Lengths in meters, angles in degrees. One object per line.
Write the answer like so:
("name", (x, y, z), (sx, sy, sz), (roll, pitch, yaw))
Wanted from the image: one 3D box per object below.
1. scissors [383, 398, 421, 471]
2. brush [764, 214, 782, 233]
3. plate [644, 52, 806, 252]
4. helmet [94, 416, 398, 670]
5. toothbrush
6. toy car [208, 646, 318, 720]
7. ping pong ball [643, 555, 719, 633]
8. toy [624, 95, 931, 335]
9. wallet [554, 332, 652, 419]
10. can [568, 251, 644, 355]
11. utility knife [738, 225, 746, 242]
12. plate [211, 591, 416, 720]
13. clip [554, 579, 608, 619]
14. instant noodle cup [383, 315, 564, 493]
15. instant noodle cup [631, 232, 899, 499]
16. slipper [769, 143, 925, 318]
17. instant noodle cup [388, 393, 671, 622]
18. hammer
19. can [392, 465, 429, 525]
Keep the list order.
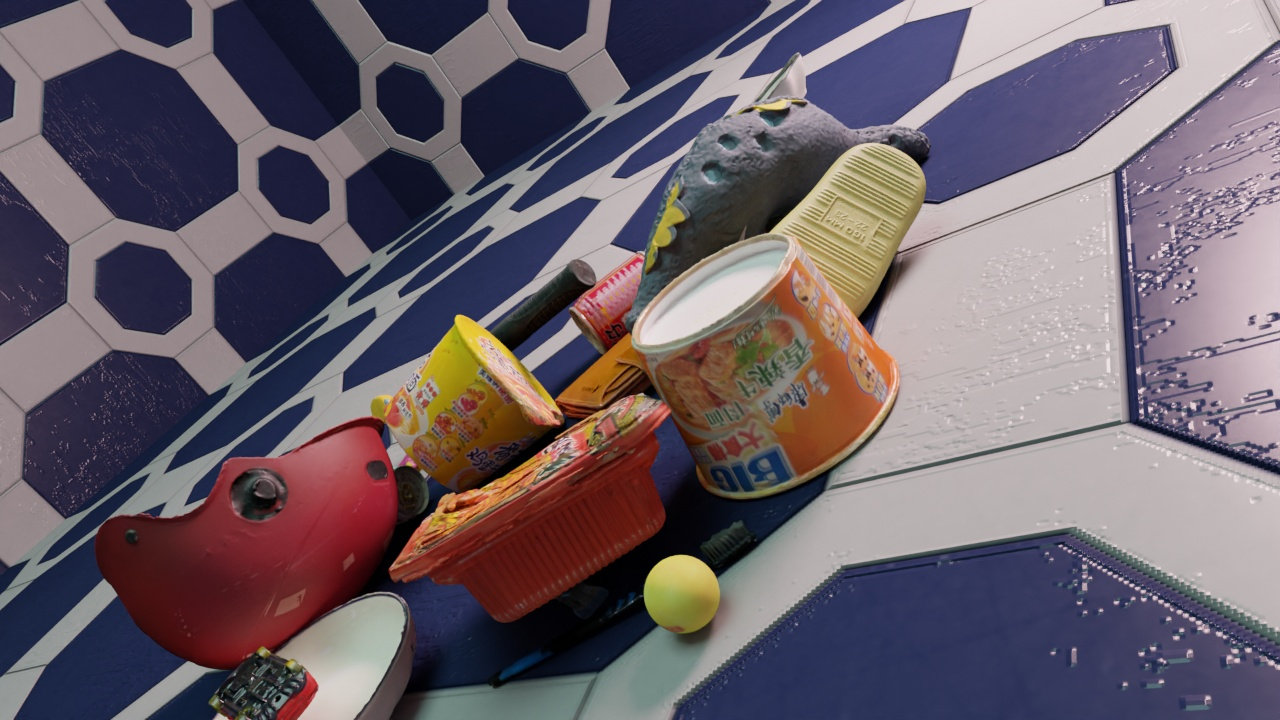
("scissors", (-0.217, 0.079, 0.915), (0.130, 0.017, 0.133), (2, 83, 31))
("brush", (0.118, -0.156, 0.932), (0.069, 0.063, 0.145), (-15, 23, 14))
("plate", (0.090, -0.201, 0.963), (0.266, 0.034, 0.162), (-53, 7, 2))
("helmet", (-0.293, 0.160, 0.753), (0.239, 0.144, 0.207), (-28, -12, -17))
("toothbrush", (-0.015, 0.145, 0.538), (0.190, 0.016, 0.014), (-32, 12, 12))
("toy car", (-0.246, 0.217, 0.599), (0.106, 0.031, 0.049), (-8, 33, 49))
("ping pong ball", (0.022, 0.124, 0.486), (0.040, 0.040, 0.040), (-31, 20, 13))
("toy", (0.111, -0.153, 0.799), (0.355, 0.138, 0.091), (-31, 13, -21))
("wallet", (-0.005, 0.005, 0.818), (0.130, 0.035, 0.119), (-42, 14, -20))
("can", (-0.018, -0.056, 0.919), (0.093, 0.066, 0.066), (-39, 20, -9))
("utility knife", (0.074, -0.060, 0.726), (0.190, 0.020, 0.031), (102, -166, -75))
("plate", (-0.224, 0.241, 0.617), (0.193, 0.039, 0.192), (-31, 21, 13))
("clip", (-0.044, 0.145, 0.581), (0.026, 0.043, 0.058), (-47, 19, -27))
("instant noodle cup", (-0.155, 0.045, 0.828), (0.110, 0.138, 0.138), (-43, 20, 3))
("instant noodle cup", (0.072, -0.003, 0.587), (0.151, 0.111, 0.151), (-31, 21, 13))
("slipper", (0.151, -0.082, 0.711), (0.190, 0.091, 0.082), (-52, -16, -16))
("instant noodle cup", (-0.058, 0.094, 0.577), (0.188, 0.079, 0.164), (-30, 3, -4))
("hammer", (-0.151, -0.013, 0.938), (0.302, 0.033, 0.128), (-35, -16, 37))
("can", (-0.268, 0.143, 0.889), (0.133, 0.053, 0.053), (-23, 23, 30))
